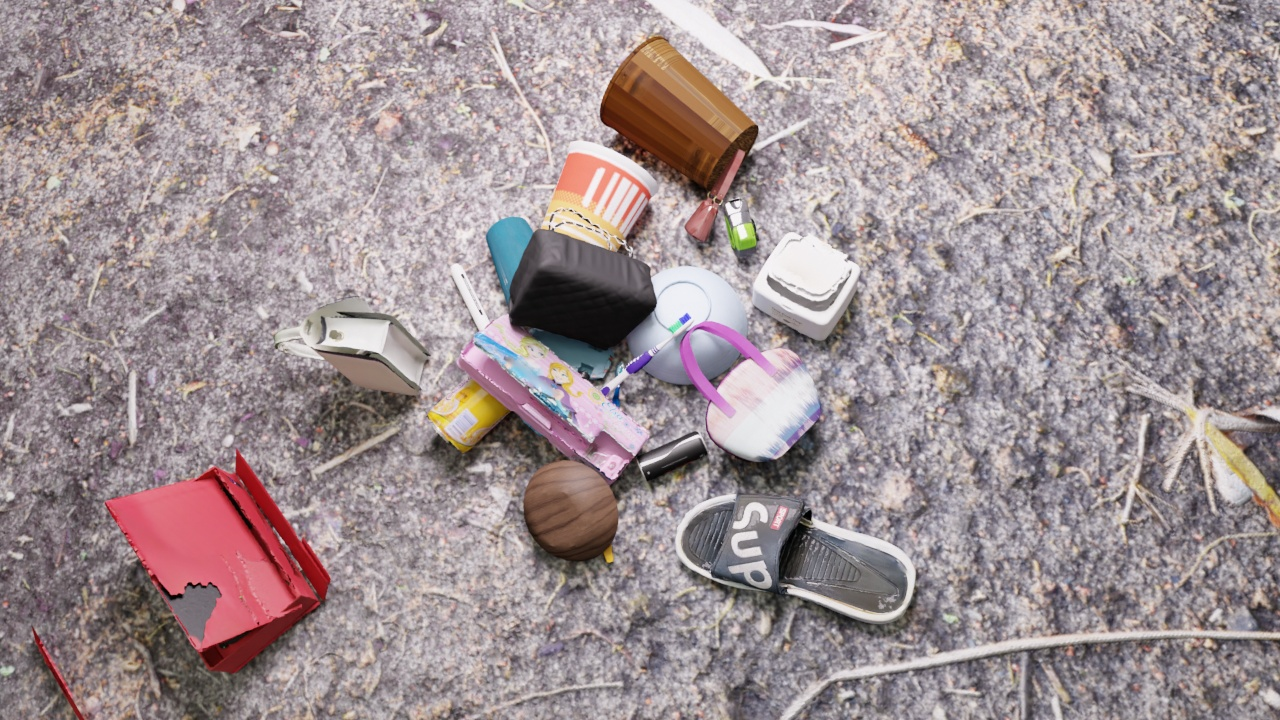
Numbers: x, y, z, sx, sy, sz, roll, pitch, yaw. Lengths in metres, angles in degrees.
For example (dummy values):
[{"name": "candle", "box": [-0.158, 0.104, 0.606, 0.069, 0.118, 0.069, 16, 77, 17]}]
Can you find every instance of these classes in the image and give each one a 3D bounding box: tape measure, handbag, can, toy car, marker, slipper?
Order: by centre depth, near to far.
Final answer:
[{"name": "slipper", "box": [0.169, 0.211, 1.004, 0.264, 0.063, 0.111, 18, 74, 10]}, {"name": "handbag", "box": [0.113, 0.027, 1.040, 0.144, 0.068, 0.170, -44, 93, -9]}, {"name": "can", "box": [0.037, 0.111, 1.069, 0.080, 0.031, 0.031, -24, 70, -2]}, {"name": "handbag", "box": [-0.076, -0.089, 1.071, 0.153, 0.125, 0.114, 13, 45, -30]}, {"name": "can", "box": [-0.197, 0.055, 1.098, 0.105, 0.068, 0.067, -43, 72, -8]}, {"name": "handbag", "box": [-0.355, -0.022, 1.100, 0.176, 0.151, 0.074, 7, 72, 10]}, {"name": "toy car", "box": [-0.089, -0.011, 1.129, 0.108, 0.028, 0.060, 23, 68, -2]}, {"name": "tape measure", "box": [0.127, -0.162, 1.138, 0.036, 0.059, 0.065, -16, 82, 0]}, {"name": "handbag", "box": [0.096, -0.207, 1.138, 0.029, 0.055, 0.120, 26, 104, -15]}, {"name": "marker", "box": [-0.210, -0.069, 1.170, 0.020, 0.017, 0.133, -13, 64, -37]}]

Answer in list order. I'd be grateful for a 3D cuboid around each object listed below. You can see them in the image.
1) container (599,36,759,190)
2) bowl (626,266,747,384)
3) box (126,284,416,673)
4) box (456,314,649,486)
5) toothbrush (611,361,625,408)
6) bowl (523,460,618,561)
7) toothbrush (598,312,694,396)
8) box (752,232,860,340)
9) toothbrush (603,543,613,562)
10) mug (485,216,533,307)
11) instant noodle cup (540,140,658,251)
[{"name": "container", "box": [0.054, -0.306, 1.167, 0.167, 0.132, 0.132, 41, 80, 12]}, {"name": "bowl", "box": [0.052, -0.052, 1.101, 0.151, 0.075, 0.150, -2, 71, 7]}, {"name": "box", "box": [-0.406, 0.143, 1.024, 0.213, 0.127, 0.426, 48, 112, 19]}, {"name": "box", "box": [-0.095, 0.038, 1.049, 0.230, 0.063, 0.084, 40, 58, 1]}, {"name": "toothbrush", "box": [-0.032, 0.065, 1.101, 0.021, 0.017, 0.135, 9, 72, 1]}, {"name": "bowl", "box": [-0.085, 0.174, 1.031, 0.119, 0.032, 0.119, 4, 101, 21]}, {"name": "toothbrush", "box": [-0.006, 0.006, 1.074, 0.187, 0.015, 0.016, -41, 85, 24]}, {"name": "box", "box": [0.199, -0.099, 1.086, 0.108, 0.102, 0.102, 31, 78, 14]}, {"name": "toothbrush", "box": [-0.059, 0.139, 1.073, 0.031, 0.031, 0.196, -15, 72, -2]}, {"name": "mug", "box": [-0.147, -0.117, 1.151, 0.078, 0.078, 0.121, -25, 65, -2]}, {"name": "instant noodle cup", "box": [-0.060, -0.187, 1.144, 0.123, 0.123, 0.121, 24, 83, 14]}]
